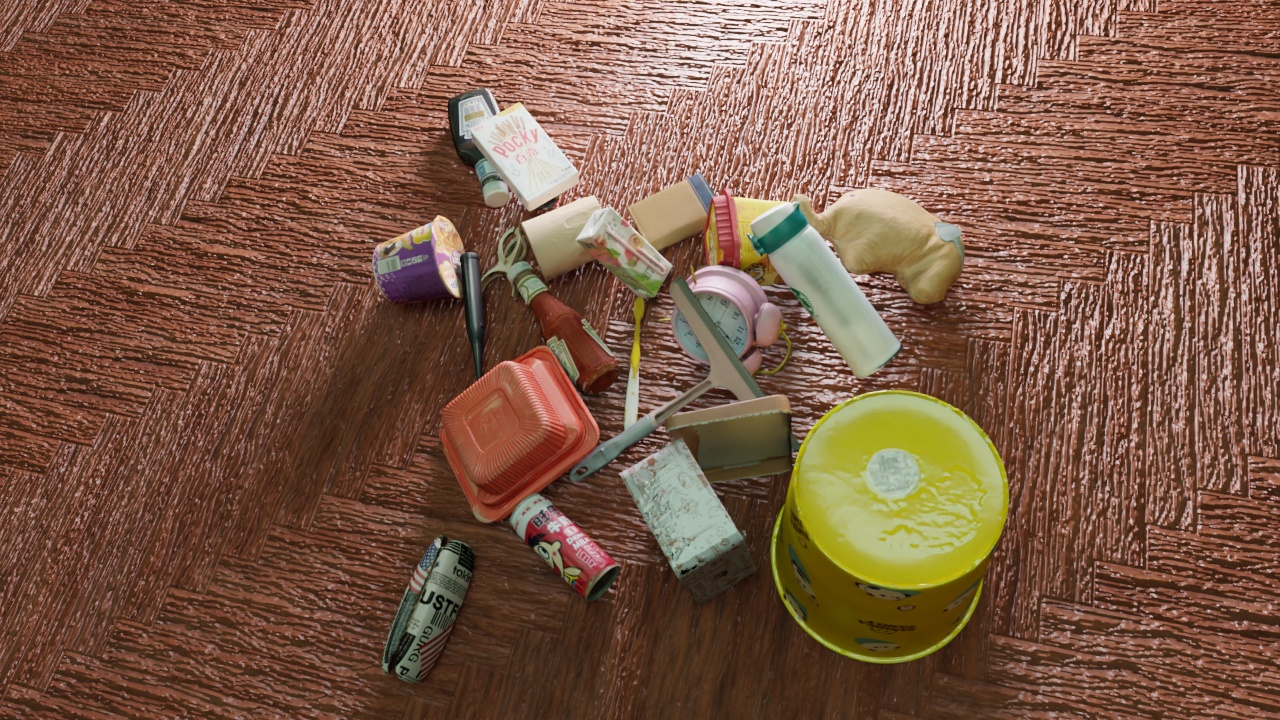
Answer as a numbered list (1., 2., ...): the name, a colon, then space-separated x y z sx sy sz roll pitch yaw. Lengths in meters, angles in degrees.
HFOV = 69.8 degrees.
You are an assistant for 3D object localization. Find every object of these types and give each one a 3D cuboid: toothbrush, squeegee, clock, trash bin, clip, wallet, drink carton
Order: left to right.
1. toothbrush: -0.214 -0.041 1.200 0.027 0.026 0.212 -13 71 11
2. clip: -0.178 -0.132 1.246 0.061 0.034 0.097 13 72 14
3. drink carton: -0.018 -0.137 1.173 0.046 0.122 0.053 -2 52 56
4. toothbrush: -0.007 0.007 1.160 0.016 0.018 0.191 1 67 7
5. squeegee: 0.019 0.070 1.099 0.250 0.040 0.247 -35 93 5
6. wallet: 0.049 -0.198 1.241 0.115 0.033 0.090 -25 60 -2
7. clock: 0.109 -0.040 1.105 0.158 0.117 0.059 32 36 4
8. trash bin: 0.241 0.163 0.907 0.230 0.255 0.229 -4 64 8

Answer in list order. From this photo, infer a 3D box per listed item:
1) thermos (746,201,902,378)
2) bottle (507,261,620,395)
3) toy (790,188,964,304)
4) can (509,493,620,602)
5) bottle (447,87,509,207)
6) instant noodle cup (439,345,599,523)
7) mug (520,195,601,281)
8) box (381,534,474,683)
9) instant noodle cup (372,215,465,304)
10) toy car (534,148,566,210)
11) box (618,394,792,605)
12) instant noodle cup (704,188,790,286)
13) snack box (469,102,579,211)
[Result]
1. thermos: 0.213 -0.085 1.079 0.073 0.073 0.224 -39 96 -10
2. bottle: -0.104 -0.046 1.172 0.059 0.060 0.206 -35 67 -8
3. toy: 0.290 -0.156 1.130 0.226 0.083 0.143 25 48 2
4. can: -0.088 0.212 1.050 0.133 0.053 0.053 39 76 23
5. bottle: -0.228 -0.309 1.334 0.080 0.044 0.194 -19 64 0
6. instant noodle cup: -0.161 0.082 1.098 0.189 0.079 0.164 -39 61 7
7. mug: -0.100 -0.173 1.234 0.103 0.084 0.124 -23 36 -4
8. box: -0.254 0.276 1.041 0.081 0.075 0.163 12 69 25
9. instant noodle cup: -0.295 -0.126 1.226 0.099 0.111 0.111 -13 62 14
10. toy car: -0.134 -0.255 1.297 0.049 0.031 0.106 4 62 5
11. box: 0.098 0.138 0.988 0.192 0.183 0.156 -29 64 -2
12. instant noodle cup: 0.151 -0.148 1.161 0.123 0.116 0.116 -3 64 -5
13. snack box: -0.163 -0.285 1.281 0.084 0.027 0.156 -33 68 -13
